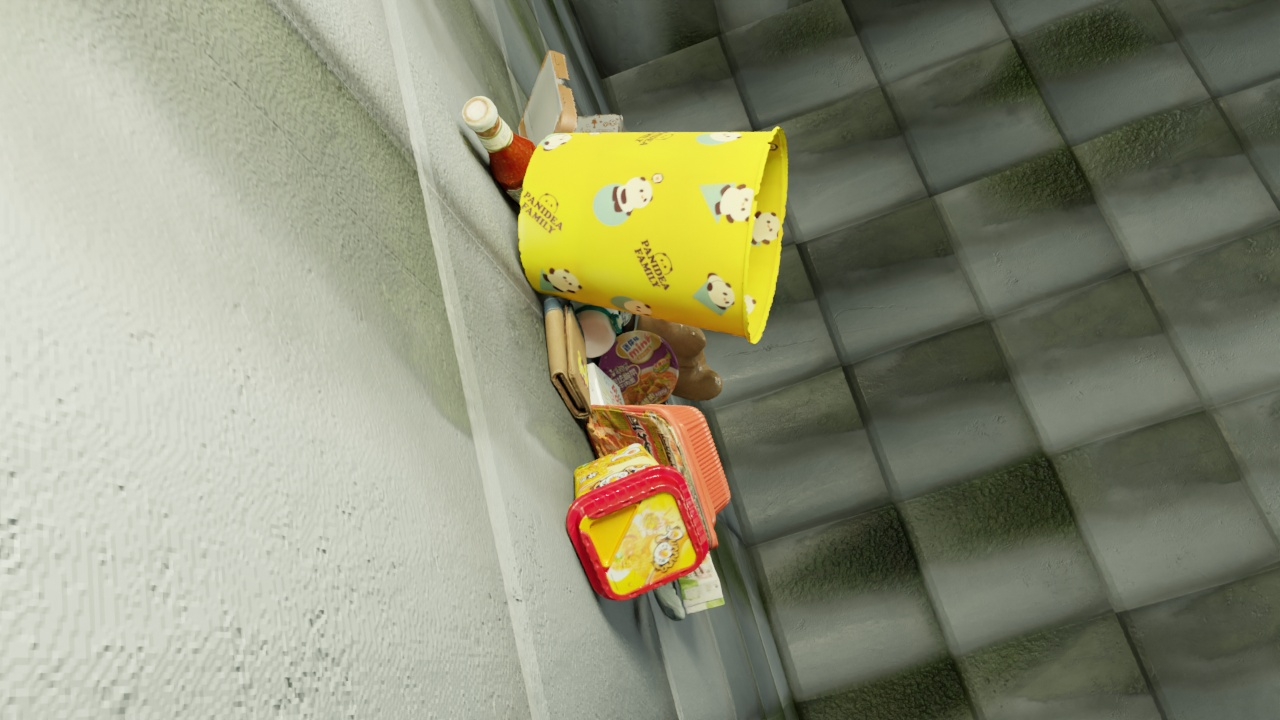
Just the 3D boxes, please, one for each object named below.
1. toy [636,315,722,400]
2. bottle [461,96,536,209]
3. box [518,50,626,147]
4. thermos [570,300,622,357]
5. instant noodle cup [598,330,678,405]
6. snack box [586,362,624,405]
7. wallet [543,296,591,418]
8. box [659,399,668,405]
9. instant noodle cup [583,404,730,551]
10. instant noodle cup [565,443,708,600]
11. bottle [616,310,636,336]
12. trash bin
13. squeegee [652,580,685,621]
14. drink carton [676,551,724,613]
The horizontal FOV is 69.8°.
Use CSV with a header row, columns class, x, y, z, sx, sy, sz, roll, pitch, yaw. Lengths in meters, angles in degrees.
class,x,y,z,sx,sy,sz,roll,pitch,yaw
toy,0.049,-0.036,1.382,0.082,0.144,0.226,-47,132,-36
bottle,-0.141,-0.222,1.001,0.206,0.060,0.059,50,23,-72
box,-0.083,-0.294,1.221,0.193,0.156,0.182,98,-18,-49
thermos,-0.058,-0.067,1.189,0.224,0.073,0.073,-92,162,-69
instant noodle cup,-0.008,0.008,1.307,0.099,0.111,0.111,-126,-164,-80
snack box,-0.043,0.061,1.168,0.157,0.027,0.084,47,25,-73
wallet,-0.080,-0.004,1.018,0.090,0.033,0.115,66,12,-48
box,0.010,0.042,1.506,0.163,0.075,0.081,-104,-178,-52
instant noodle cup,0.023,0.116,1.003,0.189,0.078,0.164,-1,-69,57
instant noodle cup,-0.010,0.145,0.874,0.123,0.116,0.116,-123,-169,-69
bottle,-0.032,-0.060,1.391,0.195,0.044,0.079,81,27,-47
trash bin,0.018,-0.149,1.013,0.229,0.255,0.229,9,89,-75
squeegee,0.022,0.248,1.085,0.249,0.040,0.248,-113,-169,-79
drink carton,0.073,0.285,1.212,0.122,0.053,0.045,-112,-172,-80
